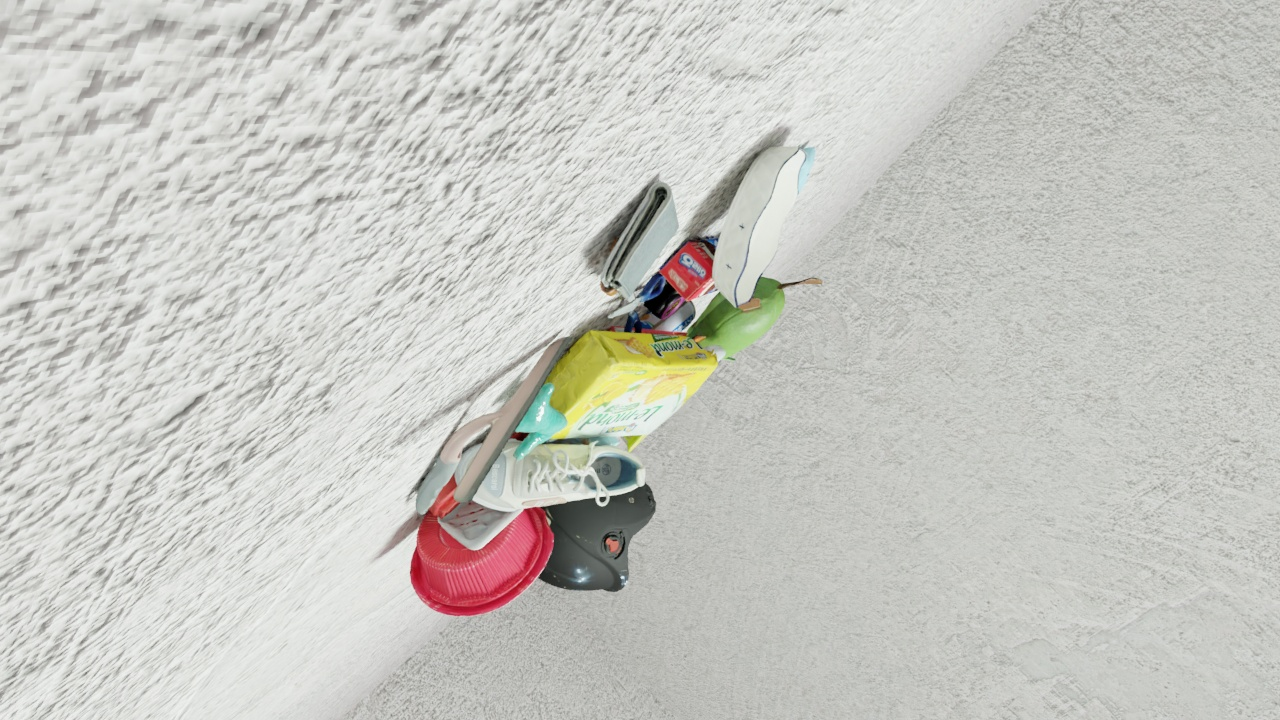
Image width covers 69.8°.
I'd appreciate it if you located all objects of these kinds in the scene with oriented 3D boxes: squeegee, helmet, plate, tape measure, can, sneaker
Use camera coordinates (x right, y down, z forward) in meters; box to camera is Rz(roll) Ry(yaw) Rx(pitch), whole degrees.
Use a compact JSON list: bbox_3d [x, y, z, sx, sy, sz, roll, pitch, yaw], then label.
[{"bbox_3d":[-0.192,0.101,0.968,0.250,0.040,0.246,-43,-166,41],"label":"squeegee"},{"bbox_3d":[-0.120,0.285,1.609,0.229,0.274,0.234,-9,177,-32],"label":"helmet"},{"bbox_3d":[0.140,-0.165,1.107,0.204,0.045,0.205,-60,166,-25],"label":"plate"},{"bbox_3d":[0.032,-0.085,1.219,0.057,0.039,0.058,-45,169,3],"label":"tape measure"},{"bbox_3d":[0.026,-0.048,1.340,0.134,0.053,0.053,-39,172,-42],"label":"can"},{"bbox_3d":[-0.101,0.141,1.109,0.241,0.089,0.091,2,-177,-35],"label":"sneaker"}]

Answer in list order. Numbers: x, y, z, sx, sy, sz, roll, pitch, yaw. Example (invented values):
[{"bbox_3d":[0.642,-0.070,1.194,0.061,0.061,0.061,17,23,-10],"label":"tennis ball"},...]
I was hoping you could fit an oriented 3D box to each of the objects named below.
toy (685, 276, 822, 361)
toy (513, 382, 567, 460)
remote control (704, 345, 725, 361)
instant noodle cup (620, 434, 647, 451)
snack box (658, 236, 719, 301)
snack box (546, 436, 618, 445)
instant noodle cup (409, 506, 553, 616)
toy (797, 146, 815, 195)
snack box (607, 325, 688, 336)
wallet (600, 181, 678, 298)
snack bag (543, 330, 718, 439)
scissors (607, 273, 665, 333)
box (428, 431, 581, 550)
[{"bbox_3d":[0.139,-0.062,1.321,0.226,0.090,0.247,-25,172,-33],"label":"toy"},{"bbox_3d":[-0.115,0.072,1.025,0.096,0.030,0.092,-44,151,3],"label":"toy"},{"bbox_3d":[0.059,0.024,1.274,0.136,0.020,0.055,-41,163,23],"label":"remote control"},{"bbox_3d":[-0.022,0.057,1.390,0.111,0.123,0.112,-46,175,-5],"label":"instant noodle cup"},{"bbox_3d":[0.087,-0.126,1.229,0.057,0.058,0.207,-44,174,18],"label":"snack box"},{"bbox_3d":[-0.108,0.123,1.273,0.051,0.074,0.175,-16,163,-45],"label":"snack box"},{"bbox_3d":[-0.213,0.228,1.178,0.193,0.194,0.066,-42,136,-28],"label":"instant noodle cup"},{"bbox_3d":[0.188,-0.223,1.295,0.156,0.050,0.162,-44,169,-27],"label":"toy"},{"bbox_3d":[-0.007,0.007,1.250,0.127,0.044,0.113,4,142,-33],"label":"snack box"},{"bbox_3d":[-0.004,-0.107,0.857,0.106,0.037,0.129,-56,175,0],"label":"wallet"},{"bbox_3d":[-0.022,0.028,1.142,0.246,0.068,0.158,3,140,-50],"label":"snack bag"},{"bbox_3d":[-0.004,-0.071,1.121,0.162,0.012,0.163,-54,165,-33],"label":"scissors"},{"bbox_3d":[-0.165,0.146,1.157,0.201,0.098,0.095,-43,174,-26],"label":"box"}]
